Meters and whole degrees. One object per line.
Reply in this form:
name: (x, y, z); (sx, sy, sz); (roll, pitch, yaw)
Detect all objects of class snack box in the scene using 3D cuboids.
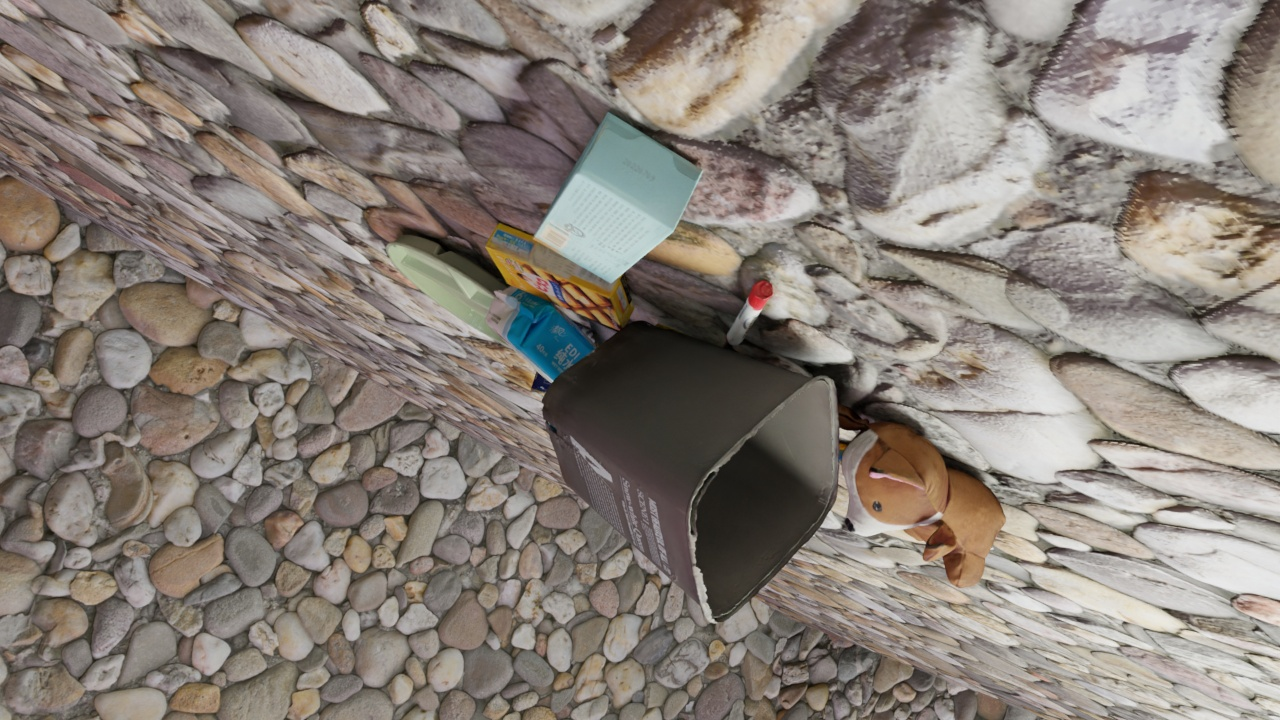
snack box: (-0.078, -0.082, 0.908); (0.140, 0.033, 0.087); (25, 165, 15)
snack box: (-0.022, -0.111, 0.665); (0.074, 0.051, 0.175); (29, 167, -11)

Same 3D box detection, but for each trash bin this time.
trash bin: (0.041, 0.087, 0.862); (0.220, 0.198, 0.199); (28, 143, 37)

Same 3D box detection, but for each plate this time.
plate: (-0.208, -0.080, 1.123); (0.230, 0.027, 0.230); (31, 166, 8)

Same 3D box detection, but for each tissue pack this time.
tissue pack: (-0.099, -0.021, 1.000); (0.090, 0.063, 0.140); (32, 168, 49)

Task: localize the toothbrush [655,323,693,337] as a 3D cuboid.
toothbrush: (0.098, 0.001, 0.912); (0.190, 0.015, 0.017); (23, 161, 18)

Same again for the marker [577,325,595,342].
marker: (-0.036, -0.018, 1.084); (0.146, 0.016, 0.017); (23, 165, 15)

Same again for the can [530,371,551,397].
can: (-0.060, 0.037, 1.135); (0.148, 0.049, 0.075); (16, 171, -1)

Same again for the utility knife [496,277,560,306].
utility knife: (-0.095, -0.071, 1.006); (0.186, 0.018, 0.034); (18, 164, 37)

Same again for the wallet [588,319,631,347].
wallet: (-0.006, 0.006, 1.029); (0.107, 0.036, 0.130); (23, 152, 21)

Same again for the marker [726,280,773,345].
marker: (0.092, -0.038, 0.787); (0.017, 0.017, 0.145); (26, 166, 3)

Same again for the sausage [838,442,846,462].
sausage: (0.278, 0.125, 1.009); (0.165, 0.021, 0.021); (22, 165, 20)

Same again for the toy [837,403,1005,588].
toy: (0.259, 0.130, 0.891); (0.199, 0.130, 0.140); (45, -176, -31)
